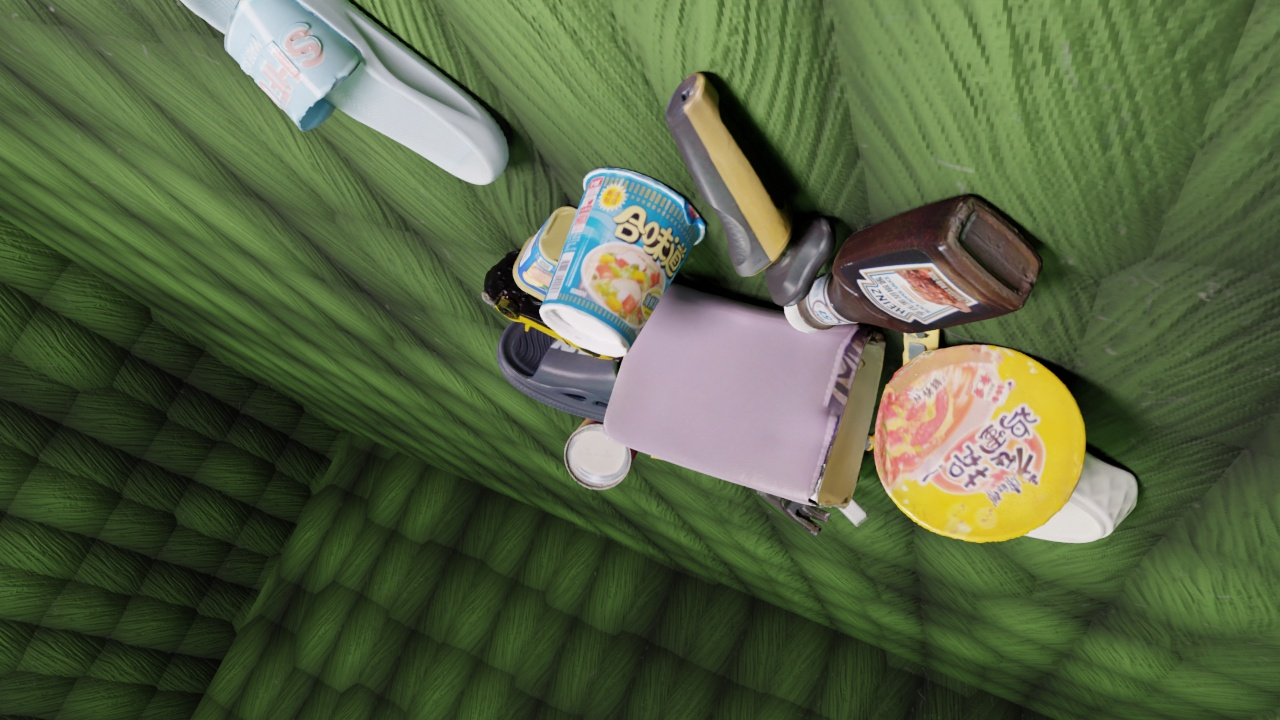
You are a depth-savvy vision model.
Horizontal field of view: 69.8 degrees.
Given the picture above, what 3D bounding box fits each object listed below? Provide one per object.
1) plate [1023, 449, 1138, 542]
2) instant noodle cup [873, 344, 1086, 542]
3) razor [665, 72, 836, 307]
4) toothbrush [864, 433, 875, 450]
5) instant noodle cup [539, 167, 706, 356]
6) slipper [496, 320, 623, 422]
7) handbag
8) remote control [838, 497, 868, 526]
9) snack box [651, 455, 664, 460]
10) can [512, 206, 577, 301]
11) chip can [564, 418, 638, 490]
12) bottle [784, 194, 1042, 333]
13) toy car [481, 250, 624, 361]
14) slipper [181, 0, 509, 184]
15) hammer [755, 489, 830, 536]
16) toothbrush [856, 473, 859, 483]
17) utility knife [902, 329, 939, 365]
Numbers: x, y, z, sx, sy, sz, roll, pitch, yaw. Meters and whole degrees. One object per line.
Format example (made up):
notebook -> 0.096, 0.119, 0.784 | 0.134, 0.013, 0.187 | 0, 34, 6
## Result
plate -> 0.326, 0.108, 0.817 | 0.205, 0.045, 0.205 | 23, 163, 7
instant noodle cup -> 0.247, 0.069, 0.672 | 0.138, 0.138, 0.109 | 17, 171, 25
razor -> 0.066, -0.102, 0.549 | 0.068, 0.062, 0.167 | -19, 137, 23
toothbrush -> 0.227, 0.060, 0.857 | 0.018, 0.016, 0.191 | -20, 163, -5
instant noodle cup -> -0.019, -0.066, 0.661 | 0.099, 0.109, 0.099 | 24, 163, 7
slipper -> -0.005, 0.005, 0.904 | 0.268, 0.110, 0.083 | 20, 147, -4
handbag -> 0.084, 0.024, 0.739 | 0.197, 0.145, 0.098 | 15, -178, 32
remote control -> 0.183, 0.118, 0.980 | 0.150, 0.021, 0.058 | 46, -177, 18
snack box -> 0.068, 0.075, 1.024 | 0.084, 0.026, 0.157 | 12, 149, -5
can -> -0.046, -0.076, 0.765 | 0.102, 0.057, 0.083 | 29, 161, -13
chip can -> -0.029, 0.077, 1.016 | 0.071, 0.071, 0.210 | 24, -166, 3
bottle -> 0.156, -0.048, 0.582 | 0.080, 0.044, 0.195 | 36, 162, -14
toy car -> -0.071, -0.053, 0.847 | 0.156, 0.071, 0.041 | 23, 160, 15
slipper -> -0.203, -0.185, 0.622 | 0.245, 0.074, 0.104 | 31, 164, -25
hammer -> 0.140, 0.120, 0.942 | 0.126, 0.032, 0.323 | 35, 172, 17
toothbrush -> 0.206, 0.110, 0.957 | 0.027, 0.026, 0.212 | 12, 171, 21
utility knife -> 0.206, -0.011, 0.679 | 0.031, 0.021, 0.211 | 12, 151, 21
